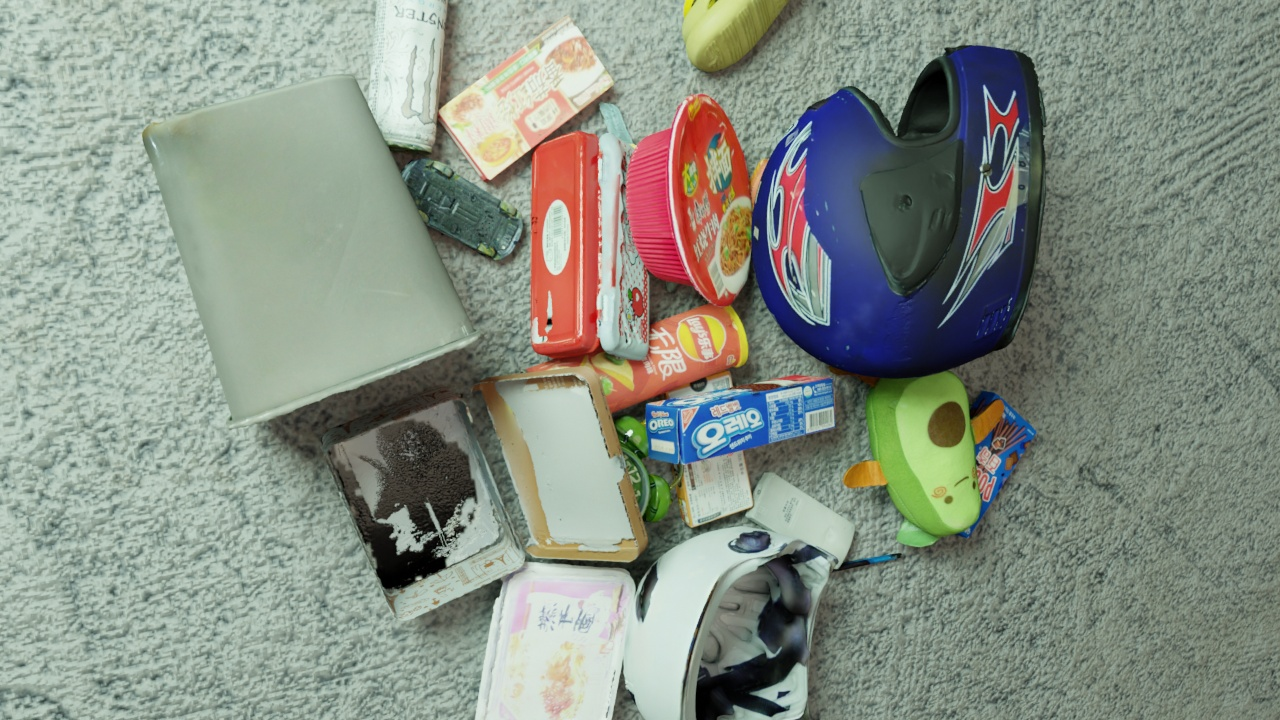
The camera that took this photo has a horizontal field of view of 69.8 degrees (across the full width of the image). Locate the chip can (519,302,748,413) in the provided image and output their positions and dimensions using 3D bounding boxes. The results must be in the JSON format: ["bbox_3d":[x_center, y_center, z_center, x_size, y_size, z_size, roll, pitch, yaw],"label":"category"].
[{"bbox_3d":[-0.005,0.005,0.884,0.216,0.073,0.073,-19,104,-17],"label":"chip can"}]

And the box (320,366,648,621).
[{"bbox_3d":[-0.138,0.111,0.815,0.272,0.130,0.179,-15,105,8],"label":"box"}]

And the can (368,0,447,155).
[{"bbox_3d":[-0.197,-0.252,0.777,0.058,0.058,0.147,4,96,-22],"label":"can"}]

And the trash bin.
[{"bbox_3d":[-0.260,-0.083,0.717,0.198,0.199,0.220,-22,98,-19],"label":"trash bin"}]

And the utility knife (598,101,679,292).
[{"bbox_3d":[0.003,-0.160,0.896,0.030,0.020,0.195,-29,103,-21],"label":"utility knife"}]

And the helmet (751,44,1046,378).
[{"bbox_3d":[0.227,-0.142,0.866,0.240,0.247,0.315,5,90,0],"label":"helmet"}]

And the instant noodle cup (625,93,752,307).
[{"bbox_3d":[0.043,-0.142,0.845,0.193,0.066,0.193,15,73,-62],"label":"instant noodle cup"}]

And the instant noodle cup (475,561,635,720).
[{"bbox_3d":[-0.088,0.277,0.899,0.138,0.060,0.173,8,94,-22],"label":"instant noodle cup"}]

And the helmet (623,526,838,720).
[{"bbox_3d":[0.069,0.264,0.896,0.258,0.146,0.229,-3,102,-48],"label":"helmet"}]

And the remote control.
[{"bbox_3d":[0.177,0.176,1.004,0.135,0.019,0.056,33,73,-22],"label":"remote control"}]

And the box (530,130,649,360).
[{"bbox_3d":[-0.037,-0.100,0.840,0.101,0.095,0.201,8,79,-46],"label":"box"}]

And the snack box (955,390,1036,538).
[{"bbox_3d":[0.395,0.122,1.081,0.084,0.026,0.157,37,84,-22],"label":"snack box"}]

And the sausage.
[{"bbox_3d":[0.099,-0.134,0.930,0.021,0.021,0.165,27,88,-23],"label":"sausage"}]

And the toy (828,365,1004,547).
[{"bbox_3d":[0.309,0.082,1.004,0.226,0.090,0.247,-20,94,-15],"label":"toy"}]

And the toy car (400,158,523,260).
[{"bbox_3d":[-0.162,-0.135,0.822,0.120,0.037,0.054,27,87,-33],"label":"toy car"}]

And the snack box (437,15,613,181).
[{"bbox_3d":[-0.104,-0.237,0.833,0.152,0.025,0.075,-40,109,-12],"label":"snack box"}]

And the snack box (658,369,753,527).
[{"bbox_3d":[0.068,0.090,0.950,0.075,0.026,0.154,-16,104,-19],"label":"snack box"}]

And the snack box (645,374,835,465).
[{"bbox_3d":[0.103,0.056,0.908,0.207,0.058,0.057,-10,99,-34],"label":"snack box"}]

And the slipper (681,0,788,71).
[{"bbox_3d":[0.100,-0.363,0.873,0.081,0.091,0.190,42,91,18],"label":"slipper"}]

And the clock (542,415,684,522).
[{"bbox_3d":[-0.032,0.118,0.899,0.161,0.056,0.116,-21,106,-18],"label":"clock"}]

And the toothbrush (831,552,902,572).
[{"bbox_3d":[0.217,0.237,1.037,0.189,0.014,0.016,-5,101,-21],"label":"toothbrush"}]
